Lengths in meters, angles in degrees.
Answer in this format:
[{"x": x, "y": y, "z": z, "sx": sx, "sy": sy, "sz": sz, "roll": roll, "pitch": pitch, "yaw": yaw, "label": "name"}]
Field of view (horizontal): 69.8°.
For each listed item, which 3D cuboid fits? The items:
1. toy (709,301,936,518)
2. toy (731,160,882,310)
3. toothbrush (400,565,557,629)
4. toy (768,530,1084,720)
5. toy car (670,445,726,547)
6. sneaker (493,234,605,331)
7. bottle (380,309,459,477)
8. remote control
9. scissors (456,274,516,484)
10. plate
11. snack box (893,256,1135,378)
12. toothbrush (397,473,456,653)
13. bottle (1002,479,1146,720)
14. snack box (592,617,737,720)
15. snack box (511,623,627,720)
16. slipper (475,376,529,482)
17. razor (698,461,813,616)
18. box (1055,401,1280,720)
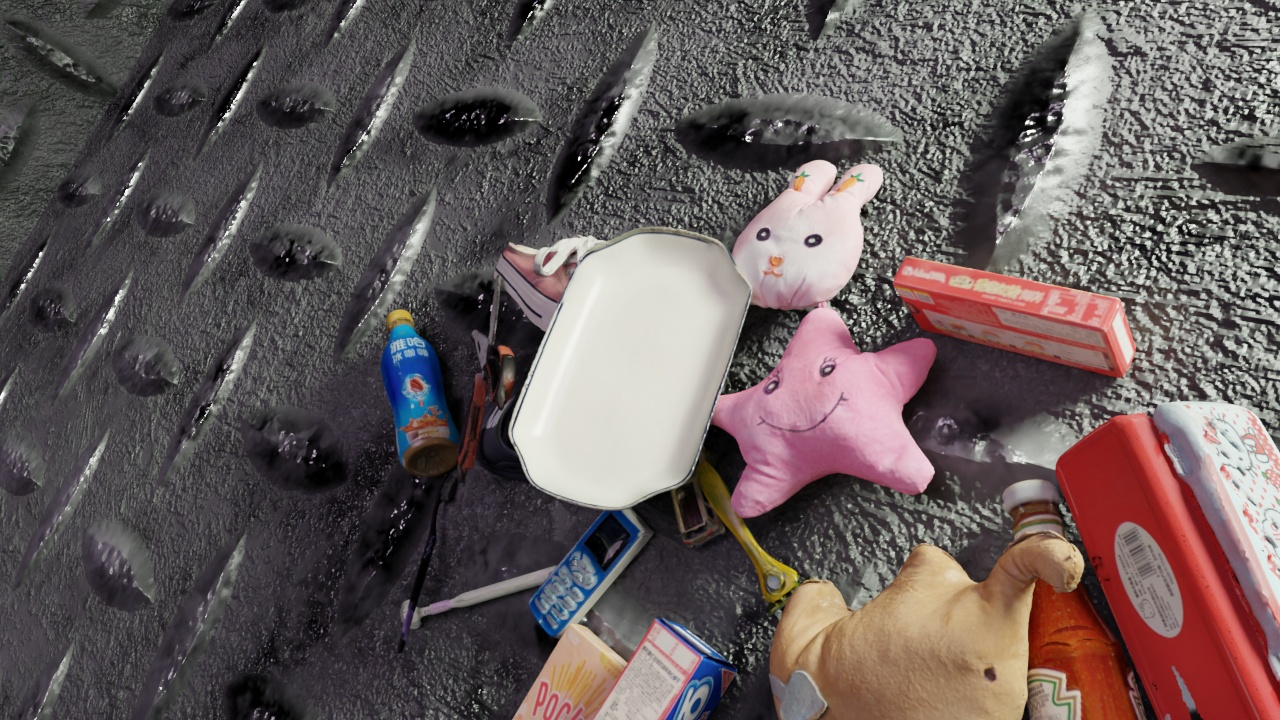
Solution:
[{"x": 0.131, "y": 0.033, "z": 0.710, "sx": 0.195, "sy": 0.074, "sz": 0.178, "roll": -13, "pitch": 53, "yaw": 31, "label": "toy"}, {"x": 0.144, "y": -0.113, "z": 0.799, "sx": 0.121, "sy": 0.054, "sz": 0.159, "roll": 13, "pitch": 66, "yaw": 40, "label": "toy"}, {"x": -0.150, "y": 0.219, "z": 0.858, "sx": 0.190, "sy": 0.020, "sz": 0.029, "roll": -22, "pitch": 85, "yaw": 25, "label": "toothbrush"}, {"x": 0.178, "y": 0.184, "z": 0.568, "sx": 0.227, "sy": 0.082, "sz": 0.143, "roll": -31, "pitch": 56, "yaw": 36, "label": "toy"}, {"x": 0.044, "y": 0.108, "z": 0.762, "sx": 0.042, "sy": 0.035, "sz": 0.090, "roll": -28, "pitch": 49, "yaw": 20, "label": "toy car"}, {"x": -0.068, "y": -0.080, "z": 0.905, "sx": 0.241, "sy": 0.118, "sz": 0.088, "roll": 39, "pitch": 112, "yaw": 48, "label": "sneaker"}, {"x": -0.247, "y": 0.027, "z": 1.005, "sx": 0.065, "sy": 0.065, "sz": 0.218, "roll": -38, "pitch": 48, "yaw": 14, "label": "bottle"}, {"x": -0.043, "y": 0.181, "z": 0.794, "sx": 0.125, "sy": 0.024, "sz": 0.049, "roll": -50, "pitch": 47, "yaw": 2, "label": "remote control"}, {"x": -0.147, "y": 0.007, "z": 0.881, "sx": 0.189, "sy": 0.015, "sz": 0.224, "roll": 144, "pitch": 135, "yaw": -61, "label": "scissors"}, {"x": -0.005, "y": 0.005, "z": 0.772, "sx": 0.162, "sy": 0.034, "sz": 0.265, "roll": 12, "pitch": 65, "yaw": 16, "label": "plate"}, {"x": 0.260, "y": -0.032, "z": 0.648, "sx": 0.153, "sy": 0.075, "sz": 0.025, "roll": 20, "pitch": 77, "yaw": 42, "label": "snack box"}, {"x": -0.209, "y": 0.195, "z": 0.902, "sx": 0.017, "sy": 0.014, "sz": 0.188, "roll": -4, "pitch": 54, "yaw": 19, "label": "toothbrush"}, {"x": 0.258, "y": 0.171, "z": 0.553, "sx": 0.060, "sy": 0.059, "sz": 0.205, "roll": -20, "pitch": 51, "yaw": 27, "label": "bottle"}, {"x": -0.010, "y": 0.297, "z": 0.684, "sx": 0.058, "sy": 0.057, "sz": 0.207, "roll": 29, "pitch": 85, "yaw": 45, "label": "snack box"}, {"x": -0.066, "y": 0.303, "z": 0.742, "sx": 0.084, "sy": 0.026, "sz": 0.157, "roll": 27, "pitch": 84, "yaw": 42, "label": "snack box"}, {"x": -0.079, "y": 0.051, "z": 0.845, "sx": 0.269, "sy": 0.083, "sz": 0.110, "roll": -1, "pitch": 63, "yaw": 43, "label": "slipper"}, {"x": 0.080, "y": 0.131, "z": 0.712, "sx": 0.043, "sy": 0.028, "sz": 0.132, "roll": -42, "pitch": 60, "yaw": 15, "label": "razor"}, {"x": 0.336, "y": 0.127, "z": 0.530, "sx": 0.095, "sy": 0.100, "sz": 0.200, "roll": 116, "pitch": 151, "yaw": -53, "label": "box"}]
